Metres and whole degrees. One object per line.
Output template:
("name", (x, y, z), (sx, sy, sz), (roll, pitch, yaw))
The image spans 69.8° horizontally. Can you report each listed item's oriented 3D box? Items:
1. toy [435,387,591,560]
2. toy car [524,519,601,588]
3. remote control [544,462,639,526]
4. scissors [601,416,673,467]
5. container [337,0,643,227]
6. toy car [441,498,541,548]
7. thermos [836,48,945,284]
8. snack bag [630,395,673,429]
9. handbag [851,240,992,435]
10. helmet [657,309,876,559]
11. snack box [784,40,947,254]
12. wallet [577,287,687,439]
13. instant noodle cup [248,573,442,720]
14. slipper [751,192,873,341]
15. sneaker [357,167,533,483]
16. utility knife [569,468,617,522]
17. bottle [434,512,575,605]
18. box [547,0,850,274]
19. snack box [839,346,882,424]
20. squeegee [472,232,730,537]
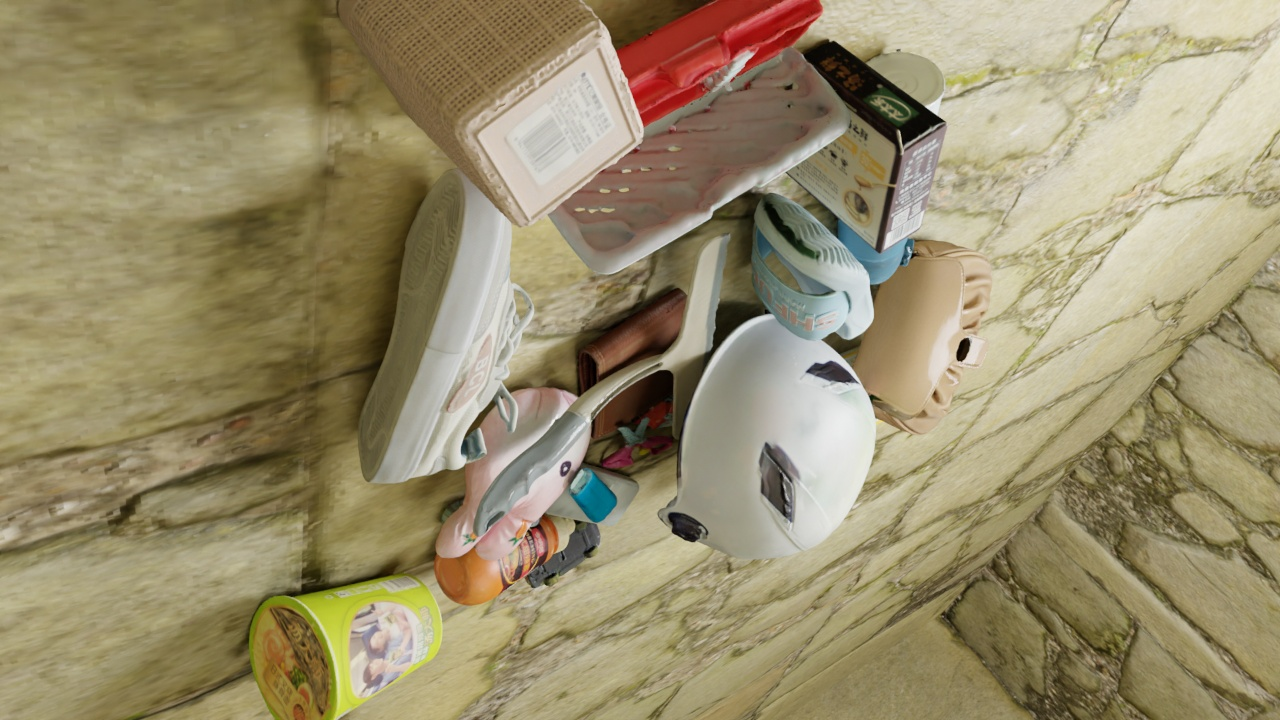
("toy", (-0.099, 0.093, 0.732), (0.121, 0.054, 0.159), (17, 103, -54))
("toy car", (-0.081, 0.190, 0.923), (0.090, 0.035, 0.042), (-29, 111, -28))
("remote control", (-0.048, 0.130, 0.892), (0.056, 0.020, 0.136), (-57, 149, 3))
("scissors", (-0.013, 0.078, 0.846), (0.084, 0.017, 0.138), (-22, 162, 6))
("container", (-0.064, -0.134, 0.426), (0.090, 0.111, 0.090), (-38, 151, -5))
("toy car", (-0.127, 0.131, 0.791), (0.090, 0.043, 0.034), (-14, 108, -31))
("thermos", (0.201, -0.147, 0.759), (0.070, 0.070, 0.221), (-33, 150, -13))
("snack bag", (0.038, 0.046, 0.875), (0.104, 0.026, 0.048), (-6, 159, -46))
("handbag", (0.297, -0.024, 0.960), (0.147, 0.100, 0.204), (7, 102, -44))
("helmet", (0.131, 0.083, 0.831), (0.228, 0.146, 0.259), (-59, 160, -19))
("snack box", (0.149, -0.154, 0.639), (0.053, 0.113, 0.126), (-32, 150, -16))
("wallet", (-0.005, 0.004, 0.769), (0.101, 0.032, 0.125), (-30, 150, -23))
("instant noodle cup", (-0.231, 0.230, 0.748), (0.123, 0.111, 0.112), (-8, 139, -54))
("slipper", (0.138, -0.063, 0.770), (0.074, 0.104, 0.245), (-43, 157, 6))
("sneaker", (-0.106, -0.008, 0.567), (0.090, 0.089, 0.243), (1, 137, -29))
("utility knife", (-0.043, 0.119, 0.812), (0.034, 0.018, 0.159), (-49, 164, -10))
("bottle", (-0.116, 0.173, 0.844), (0.149, 0.067, 0.067), (-15, 143, -49))
("box", (0.035, -0.137, 0.538), (0.201, 0.101, 0.095), (-32, 179, -14))
("snack box", (0.259, 0.027, 1.044), (0.140, 0.087, 0.034), (-19, -175, -30))
("squeegee", (-0.039, 0.045, 0.691), (0.245, 0.039, 0.247), (-38, 152, -29))
